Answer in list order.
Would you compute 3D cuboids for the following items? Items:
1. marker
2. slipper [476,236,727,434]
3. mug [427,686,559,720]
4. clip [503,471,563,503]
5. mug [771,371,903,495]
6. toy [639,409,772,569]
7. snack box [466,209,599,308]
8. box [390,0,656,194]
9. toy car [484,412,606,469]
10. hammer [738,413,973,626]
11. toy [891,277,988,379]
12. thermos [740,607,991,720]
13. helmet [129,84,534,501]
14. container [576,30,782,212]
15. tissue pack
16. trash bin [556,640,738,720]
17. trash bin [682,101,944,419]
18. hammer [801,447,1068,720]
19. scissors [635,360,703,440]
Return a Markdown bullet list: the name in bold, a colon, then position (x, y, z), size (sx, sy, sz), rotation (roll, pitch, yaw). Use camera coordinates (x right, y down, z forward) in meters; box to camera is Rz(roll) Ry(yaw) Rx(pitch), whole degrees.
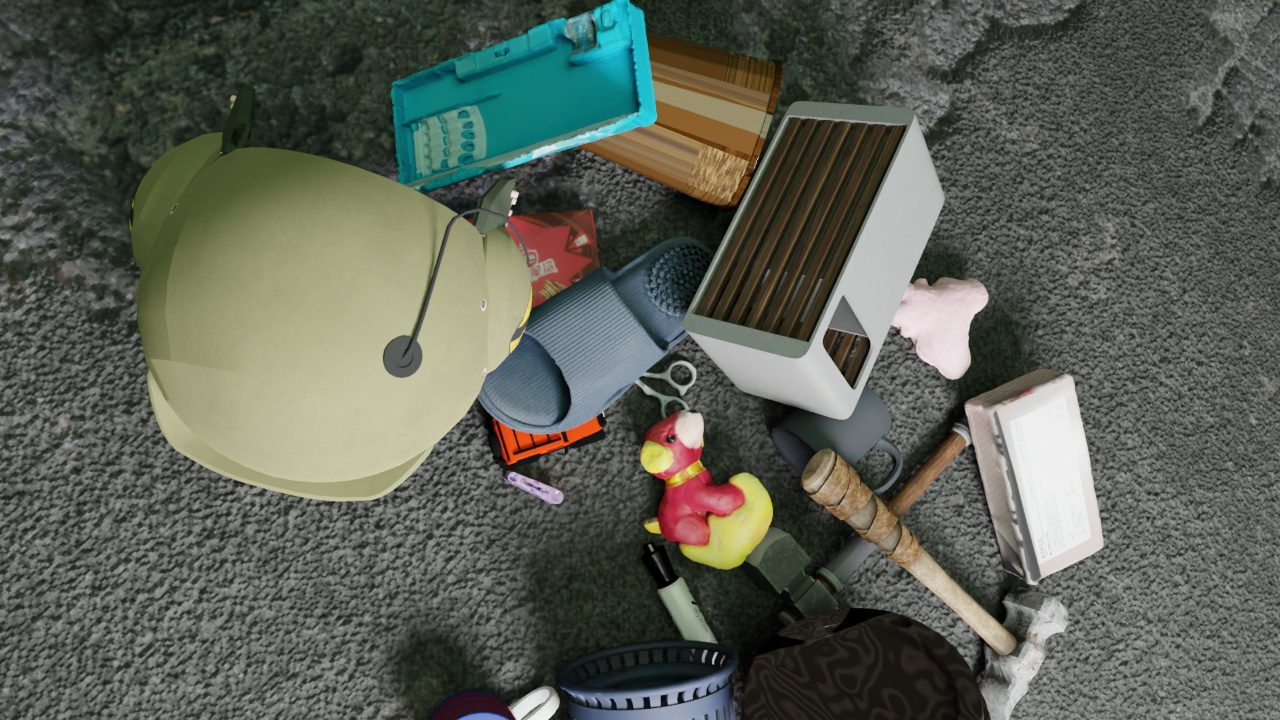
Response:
- **marker**: position (0.036, 0.210, 0.776), size (0.025, 0.025, 0.126), rotation (-29, 91, -17)
- **slipper**: position (-0.012, -0.031, 0.736), size (0.262, 0.083, 0.101), rotation (-34, 92, -32)
- **mug**: position (-0.110, 0.288, 0.701), size (0.111, 0.076, 0.075), rotation (-29, 91, -16)
- **clip**: position (-0.088, 0.104, 0.756), size (0.053, 0.037, 0.013), rotation (23, 75, 3)
- **mug**: position (0.179, 0.072, 0.801), size (0.077, 0.071, 0.105), rotation (-42, 74, -16)
- **toy**: position (0.046, 0.113, 0.773), size (0.106, 0.067, 0.137), rotation (-34, 89, 10)
- **snack box**: position (-0.101, -0.078, 0.778), size (0.132, 0.021, 0.089), rotation (-8, 86, -16)
- **box**: position (-0.103, -0.173, 0.696), size (0.083, 0.228, 0.172), rotation (50, 39, -45)
- **toy car**: position (-0.076, 0.054, 0.754), size (0.100, 0.049, 0.051), rotation (-17, 88, -17)
- **hammer**: position (0.241, 0.125, 0.837), size (0.321, 0.043, 0.156), rotation (-42, 94, -18)
- **toy**: position (0.273, -0.041, 0.857), size (0.096, 0.053, 0.099), rotation (20, 80, -10)
- **thermos**: position (0.174, 0.326, 0.692), size (0.172, 0.173, 0.226), rotation (-23, 121, -17)
- **helmet**: position (-0.206, -0.029, 0.603), size (0.250, 0.256, 0.232), rotation (17, 77, -12)
- **container**: position (0.016, -0.214, 0.777), size (0.167, 0.132, 0.132), rotation (17, 79, -6)
- **tissue pack**: position (0.367, 0.104, 0.855), size (0.103, 0.071, 0.181), rotation (-22, 101, -15)
- **trash bin**: position (0.018, 0.355, 0.696), size (0.139, 0.139, 0.249), rotation (-5, 86, -16)
- **trash bin**: position (0.151, -0.086, 0.773), size (0.114, 0.115, 0.228), rotation (43, 69, -50)
- **hammer**: position (0.248, 0.184, 0.786), size (0.318, 0.049, 0.121), rotation (42, 73, -21)
- **scissors**: position (-0.011, 0.018, 0.789), size (0.171, 0.014, 0.090), rotation (10, 78, -20)
